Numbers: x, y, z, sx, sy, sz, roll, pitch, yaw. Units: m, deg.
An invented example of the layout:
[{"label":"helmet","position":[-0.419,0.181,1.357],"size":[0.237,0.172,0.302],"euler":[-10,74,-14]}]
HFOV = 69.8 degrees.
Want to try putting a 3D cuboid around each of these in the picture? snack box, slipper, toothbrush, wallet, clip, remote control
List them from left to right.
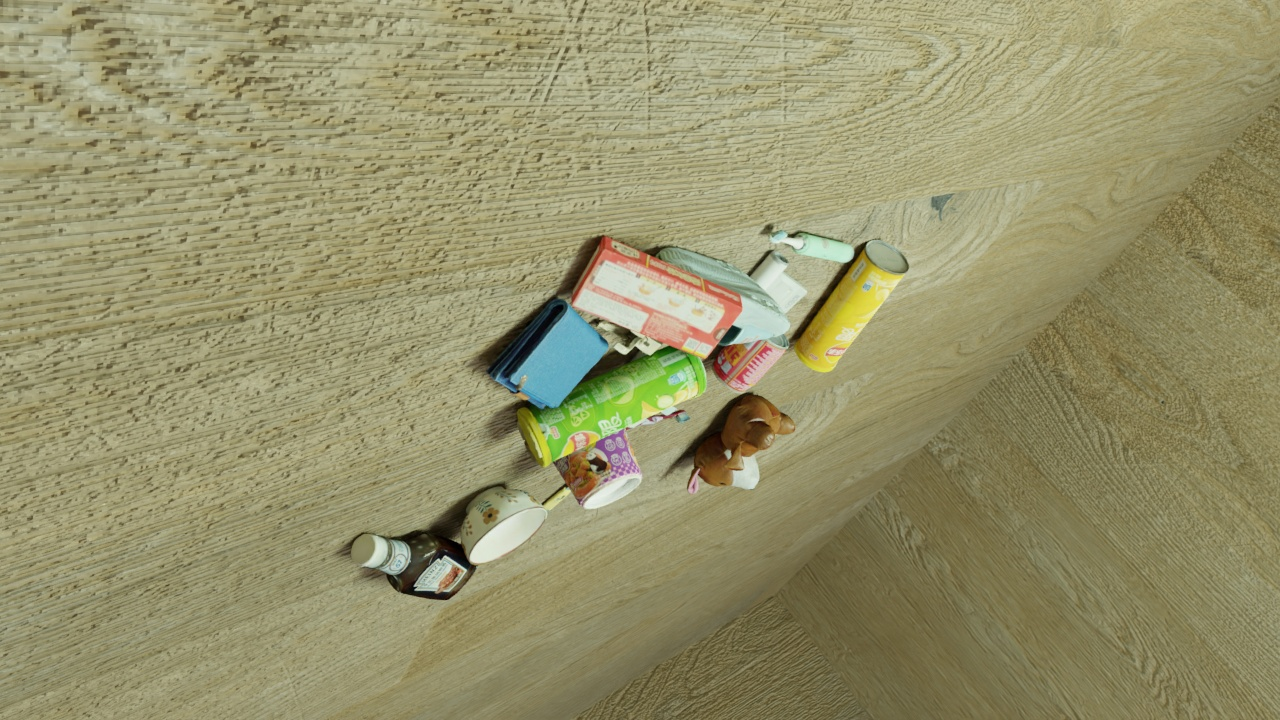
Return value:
[{"label":"wallet","position":[-0.092,-0.002,0.940],"size":[0.106,0.040,0.133],"euler":[-47,157,0]},{"label":"clip","position":[-0.017,-0.039,1.009],"size":[0.035,0.081,0.104],"euler":[-45,174,12]},{"label":"toothbrush","position":[0.014,0.088,1.293],"size":[0.187,0.017,0.016],"euler":[-6,141,-53]},{"label":"snack box","position":[0.016,-0.059,0.891],"size":[0.153,0.025,0.075],"euler":[21,128,-17]},{"label":"slipper","position":[0.085,-0.061,1.012],"size":[0.074,0.104,0.245],"euler":[-52,150,17]},{"label":"toothbrush","position":[0.105,-0.049,1.157],"size":[0.026,0.026,0.221],"euler":[16,124,-42]},{"label":"remote control","position":[0.181,-0.089,1.199],"size":[0.049,0.024,0.124],"euler":[-44,157,15]},{"label":"toothbrush","position":[0.212,-0.143,1.141],"size":[0.027,0.026,0.224],"euler":[-26,166,32]}]

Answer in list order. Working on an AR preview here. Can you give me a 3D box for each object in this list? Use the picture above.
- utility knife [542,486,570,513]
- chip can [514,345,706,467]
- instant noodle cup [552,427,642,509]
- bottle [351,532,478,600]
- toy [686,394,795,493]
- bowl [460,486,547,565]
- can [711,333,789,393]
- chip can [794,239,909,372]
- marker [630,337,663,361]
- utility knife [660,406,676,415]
[{"label":"utility knife","position":[-0.141,0.213,1.311],"size":[0.195,0.020,0.031],"euler":[-45,163,5]},{"label":"chip can","position":[-0.029,0.046,1.050],"size":[0.221,0.072,0.073],"euler":[-24,154,-17]},{"label":"instant noodle cup","position":[-0.055,0.121,1.128],"size":[0.111,0.099,0.112],"euler":[-23,157,-11]},{"label":"bottle","position":[-0.273,0.243,1.104],"size":[0.080,0.044,0.195],"euler":[-48,150,-1]},{"label":"toy","position":[0.162,0.149,1.511],"size":[0.200,0.130,0.139],"euler":[-42,165,33]},{"label":"bowl","position":[-0.181,0.200,1.155],"size":[0.113,0.062,0.114],"euler":[-33,156,-17]},{"label":"can","position":[0.147,-0.008,1.247],"size":[0.066,0.066,0.094],"euler":[-4,139,-54]},{"label":"chip can","position":[0.306,-0.077,1.349],"size":[0.071,0.072,0.214],"euler":[-19,150,-39]},{"label":"marker","position":[-0.007,0.006,1.108],"size":[0.022,0.018,0.131],"euler":[-16,150,-55]},{"label":"utility knife","position":[0.015,0.052,1.227],"size":[0.034,0.018,0.206],"euler":[-41,159,6]}]
